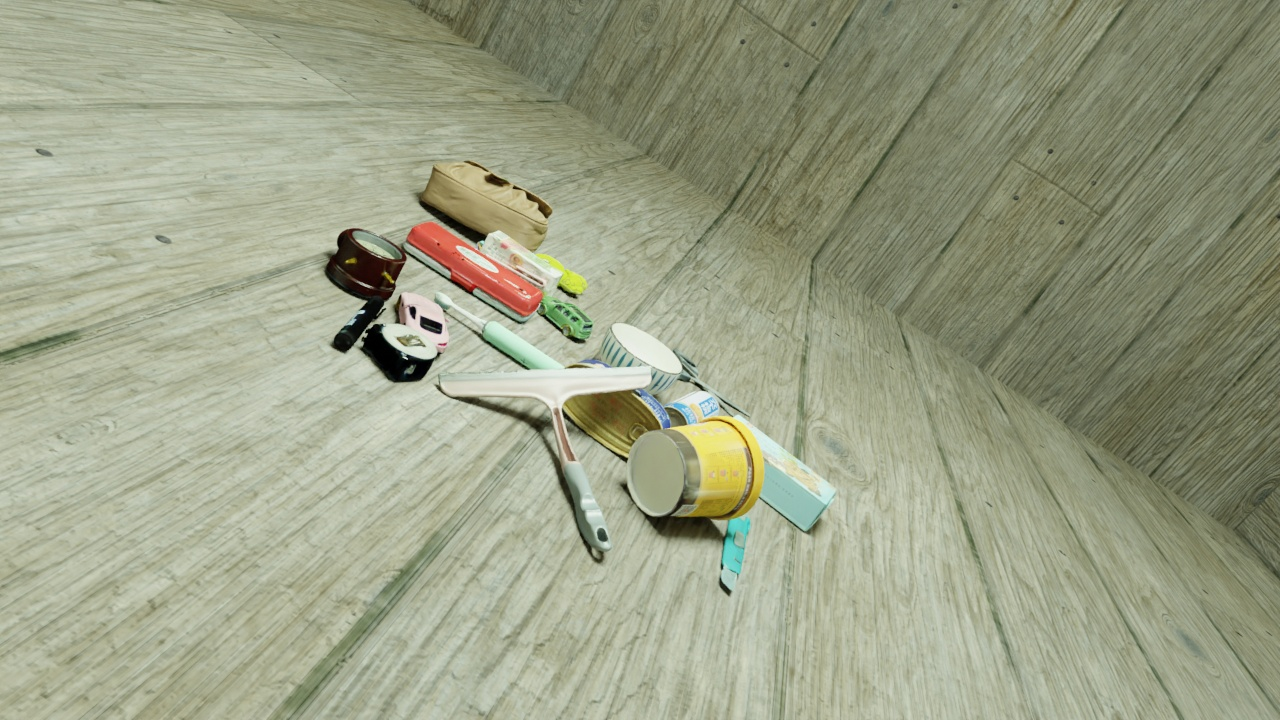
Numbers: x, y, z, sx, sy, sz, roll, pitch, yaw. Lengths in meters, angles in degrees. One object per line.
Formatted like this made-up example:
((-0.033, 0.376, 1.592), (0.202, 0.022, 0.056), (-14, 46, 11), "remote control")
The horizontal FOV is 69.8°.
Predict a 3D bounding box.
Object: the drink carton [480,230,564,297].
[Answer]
((-0.180, -0.138, 1.361), (0.122, 0.054, 0.045), (34, 21, 5), "drink carton")

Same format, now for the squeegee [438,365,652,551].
((-0.071, 0.105, 0.953), (0.247, 0.040, 0.249), (-1, 42, -22), "squeegee")

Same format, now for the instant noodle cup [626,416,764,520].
((0.056, 0.122, 1.015), (0.114, 0.119, 0.118), (1, 36, -43), "instant noodle cup")

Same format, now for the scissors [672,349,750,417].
((0.094, 0.036, 1.429), (0.177, 0.014, 0.159), (25, 23, -27), "scissors")

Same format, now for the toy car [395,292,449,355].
((-0.251, -0.047, 1.060), (0.056, 0.037, 0.122), (23, 20, -29), "toy car")

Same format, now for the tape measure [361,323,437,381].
((-0.251, -0.010, 0.972), (0.066, 0.034, 0.065), (42, 22, 21), "tape measure")

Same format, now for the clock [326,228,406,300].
((-0.324, -0.120, 1.093), (0.082, 0.055, 0.122), (24, 19, -23), "clock")

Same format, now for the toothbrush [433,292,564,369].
((-0.164, -0.021, 1.146), (0.224, 0.027, 0.026), (33, 48, 2), "toothbrush")

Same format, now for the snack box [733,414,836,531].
((0.173, 0.147, 1.218), (0.175, 0.052, 0.074), (38, 21, 13), "snack box")

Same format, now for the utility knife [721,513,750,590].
((0.107, 0.208, 1.027), (0.029, 0.013, 0.186), (32, 19, 0), "utility knife")

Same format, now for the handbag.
((-0.238, -0.252, 1.469), (0.204, 0.100, 0.147), (29, 15, 3), "handbag")

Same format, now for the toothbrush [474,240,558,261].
((-0.191, -0.166, 1.466), (0.188, 0.029, 0.021), (6, 73, -55), "toothbrush")

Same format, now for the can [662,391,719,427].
((0.061, 0.075, 1.217), (0.053, 0.053, 0.134), (38, 20, 14), "can")

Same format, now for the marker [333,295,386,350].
((-0.302, -0.041, 0.994), (0.022, 0.020, 0.132), (54, 12, -17), "marker")

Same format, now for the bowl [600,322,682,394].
((-0.007, 0.007, 1.256), (0.116, 0.066, 0.116), (29, 20, -12), "bowl")

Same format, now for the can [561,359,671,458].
((-0.032, 0.057, 1.089), (0.148, 0.075, 0.049), (36, 16, 8), "can")

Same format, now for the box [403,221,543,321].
((-0.231, -0.122, 1.278), (0.201, 0.047, 0.086), (32, 19, 0), "box")

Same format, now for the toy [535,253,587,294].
((-0.133, -0.138, 1.468), (0.100, 0.031, 0.096), (37, 19, -1), "toy")

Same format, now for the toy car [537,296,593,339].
((-0.108, -0.064, 1.324), (0.091, 0.036, 0.043), (35, 21, 20), "toy car")
